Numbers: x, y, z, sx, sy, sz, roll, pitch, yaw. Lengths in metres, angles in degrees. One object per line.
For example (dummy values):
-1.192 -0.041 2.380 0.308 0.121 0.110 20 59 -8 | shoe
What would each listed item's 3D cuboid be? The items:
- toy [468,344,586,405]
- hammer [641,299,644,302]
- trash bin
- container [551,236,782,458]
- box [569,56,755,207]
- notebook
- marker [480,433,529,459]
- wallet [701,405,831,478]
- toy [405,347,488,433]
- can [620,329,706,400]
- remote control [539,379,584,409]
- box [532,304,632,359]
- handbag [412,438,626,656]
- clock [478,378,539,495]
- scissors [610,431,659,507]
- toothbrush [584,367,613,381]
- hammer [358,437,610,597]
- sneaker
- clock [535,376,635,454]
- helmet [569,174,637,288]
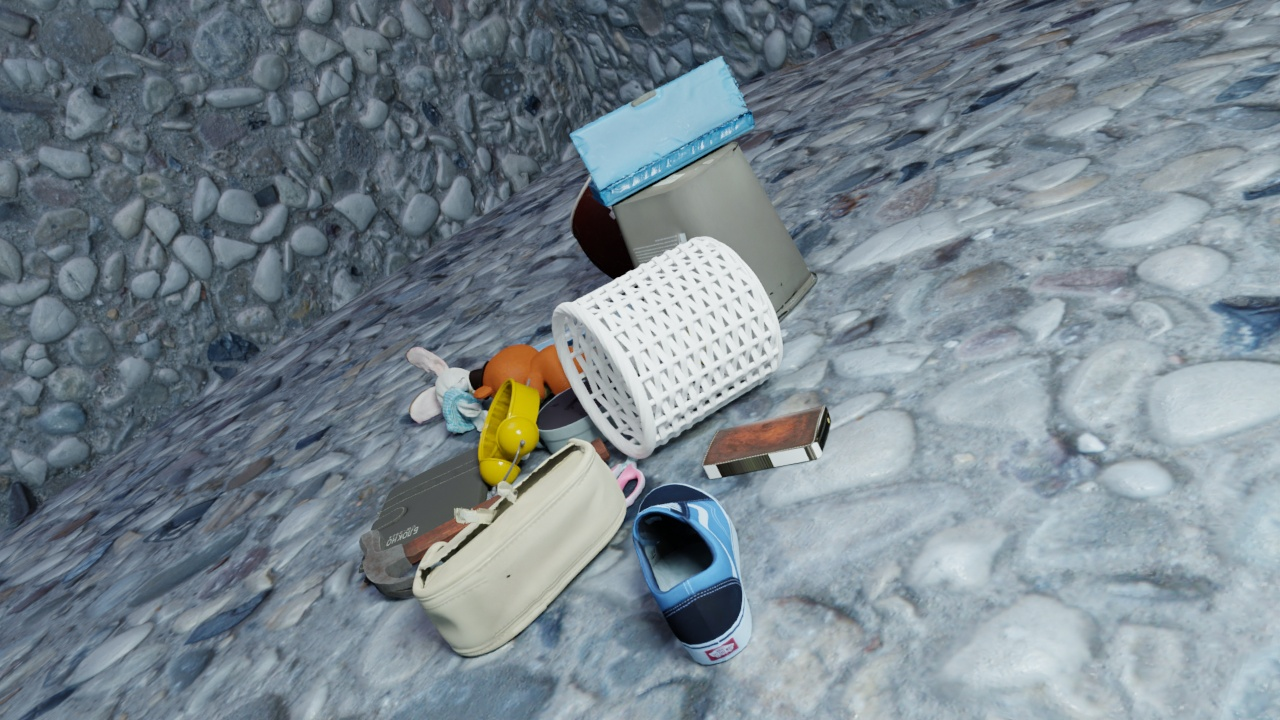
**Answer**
-0.162 0.020 1.308 0.176 0.096 0.111 6 30 13 | toy
0.089 -0.126 1.467 0.317 0.028 0.146 -20 15 18 | hammer
0.091 -0.156 1.250 0.198 0.220 0.196 -5 30 46 | trash bin
0.028 -0.017 1.025 0.186 0.189 0.189 -30 19 -21 | container
0.023 -0.309 1.223 0.231 0.110 0.094 -28 21 -2 | box
-0.266 0.187 1.158 0.169 0.029 0.209 -25 18 4 | notebook
-0.186 0.114 1.246 0.017 0.017 0.146 -36 22 -22 | marker
0.126 0.081 0.919 0.123 0.019 0.072 -16 23 30 | wallet
-0.277 0.051 1.417 0.105 0.131 0.205 -16 24 -34 | toy
0.032 -0.001 1.171 0.104 0.068 0.068 -37 22 -24 | can
-0.091 0.041 1.311 0.124 0.009 0.046 -23 20 12 | remote control
-0.088 -0.014 1.427 0.210 0.064 0.069 -23 -16 7 | box
-0.129 0.154 0.906 0.228 0.132 0.184 -34 18 -13 | handbag
-0.165 0.091 1.151 0.114 0.052 0.151 -57 23 30 | clock
-0.028 0.120 1.033 0.108 0.016 0.178 -17 23 27 | scissors
-0.007 0.007 1.197 0.167 0.013 0.013 -13 14 -39 | toothbrush
-0.171 0.170 1.037 0.300 0.028 0.111 -28 36 -7 | hammer
0.032 0.143 0.774 0.083 0.098 0.241 -27 20 2 | sneaker
-0.082 0.072 1.175 0.160 0.045 0.122 -10 26 42 | clock
0.003 -0.243 1.546 0.233 0.253 0.233 -48 -18 -11 | helmet
